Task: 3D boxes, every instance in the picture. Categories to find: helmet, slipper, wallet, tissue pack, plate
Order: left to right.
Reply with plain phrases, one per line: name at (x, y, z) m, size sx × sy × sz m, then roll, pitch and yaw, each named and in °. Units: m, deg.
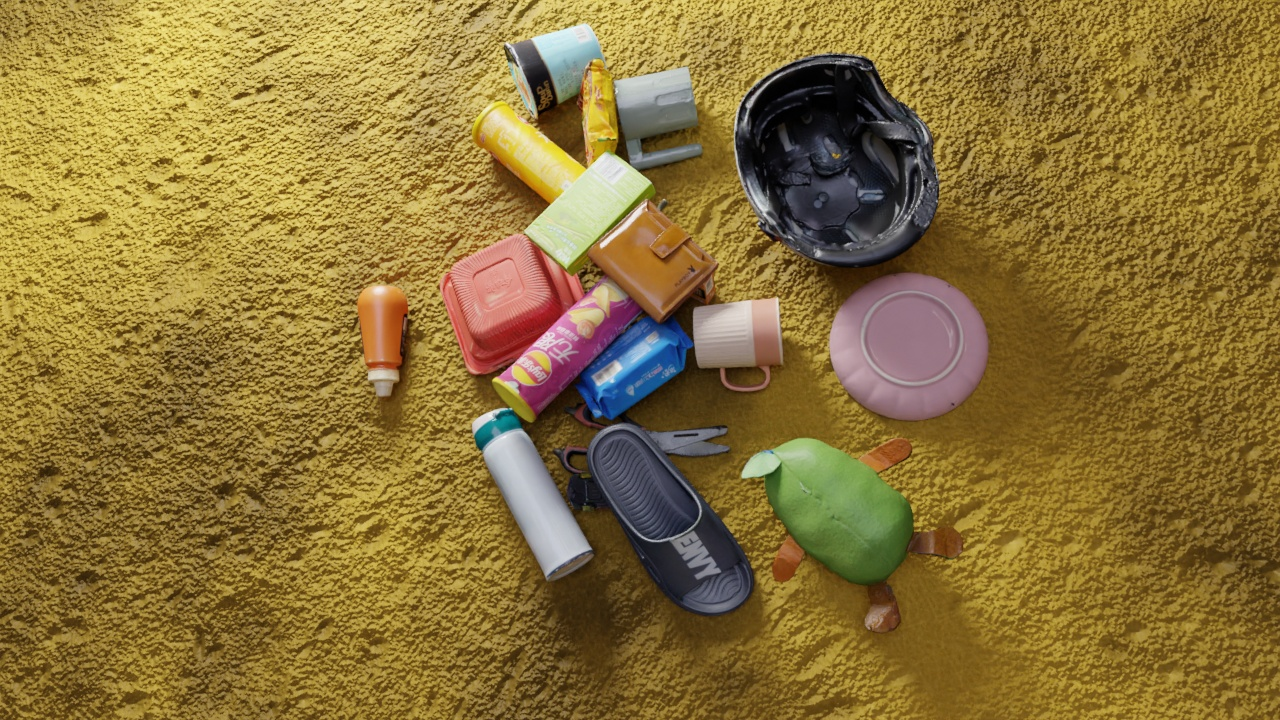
tissue pack at (-0.007, 0.007, 1.156) m, size 0.157 × 0.052 × 0.095 m, roll -36°, pitch 32°, yaw -1°
wallet at (0.020, -0.127, 1.135) m, size 0.119 × 0.035 × 0.130 m, roll -45°, pitch 75°, yaw -5°
slipper at (0.028, 0.192, 1.085) m, size 0.110 × 0.083 × 0.268 m, roll -37°, pitch 85°, yaw 0°
helmet at (0.232, -0.230, 1.144) m, size 0.230 × 0.157 × 0.274 m, roll -31°, pitch 83°, yaw -2°
plate at (0.332, -0.023, 1.131) m, size 0.192 × 0.039 × 0.192 m, roll -2°, pitch 75°, yaw 9°

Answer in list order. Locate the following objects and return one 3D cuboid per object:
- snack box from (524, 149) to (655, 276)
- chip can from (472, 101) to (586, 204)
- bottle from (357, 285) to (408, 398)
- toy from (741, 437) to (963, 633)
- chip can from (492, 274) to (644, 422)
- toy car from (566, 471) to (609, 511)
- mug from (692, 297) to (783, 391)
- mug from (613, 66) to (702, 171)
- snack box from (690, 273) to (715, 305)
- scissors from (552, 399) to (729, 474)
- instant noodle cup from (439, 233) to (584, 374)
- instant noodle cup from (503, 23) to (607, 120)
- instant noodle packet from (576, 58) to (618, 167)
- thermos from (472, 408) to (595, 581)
snack box at (-0.064, -0.189, 1.171) m, size 0.086 × 0.026 × 0.156 m, roll 41°, pitch 83°, yaw 23°
chip can at (-0.134, -0.268, 1.258) m, size 0.213 × 0.072 × 0.072 m, roll 40°, pitch 84°, yaw 17°
bottle at (-0.346, -0.023, 1.236) m, size 0.067 × 0.067 × 0.149 m, roll -4°, pitch 82°, yaw 8°
toy at (0.238, 0.181, 1.066) m, size 0.247 × 0.090 × 0.227 m, roll 44°, pitch 96°, yaw 21°
chip can at (-0.086, -0.020, 1.146) m, size 0.071 × 0.071 × 0.210 m, roll 39°, pitch 71°, yaw 17°
toy car at (-0.038, 0.160, 1.144) m, size 0.106 × 0.031 × 0.049 m, roll -5°, pitch 86°, yaw 0°
mug at (0.125, -0.018, 1.150) m, size 0.106 × 0.081 × 0.114 m, roll -4°, pitch 104°, yaw 10°
mug at (0.026, -0.330, 1.252) m, size 0.103 × 0.083 × 0.124 m, roll -11°, pitch 100°, yaw 5°
snack box at (0.026, -0.129, 1.191) m, size 0.154 × 0.075 × 0.026 m, roll 30°, pitch 77°, yaw 16°
scissors at (-0.001, 0.093, 1.167) m, size 0.201 × 0.015 × 0.206 m, roll -42°, pitch 72°, yaw -3°
instant noodle cup at (-0.173, -0.088, 1.211) m, size 0.189 × 0.079 × 0.164 m, roll -26°, pitch 69°, yaw 3°
instant noodle cup at (-0.114, -0.411, 1.284) m, size 0.120 × 0.111 × 0.111 m, roll -24°, pitch 72°, yaw -7°
instant noodle packet at (-0.058, -0.322, 1.239) m, size 0.044 × 0.111 × 0.128 m, roll -6°, pitch 73°, yaw -8°
thermos at (-0.141, 0.162, 1.147) m, size 0.073 × 0.073 × 0.224 m, roll -32°, pitch 72°, yaw 0°
